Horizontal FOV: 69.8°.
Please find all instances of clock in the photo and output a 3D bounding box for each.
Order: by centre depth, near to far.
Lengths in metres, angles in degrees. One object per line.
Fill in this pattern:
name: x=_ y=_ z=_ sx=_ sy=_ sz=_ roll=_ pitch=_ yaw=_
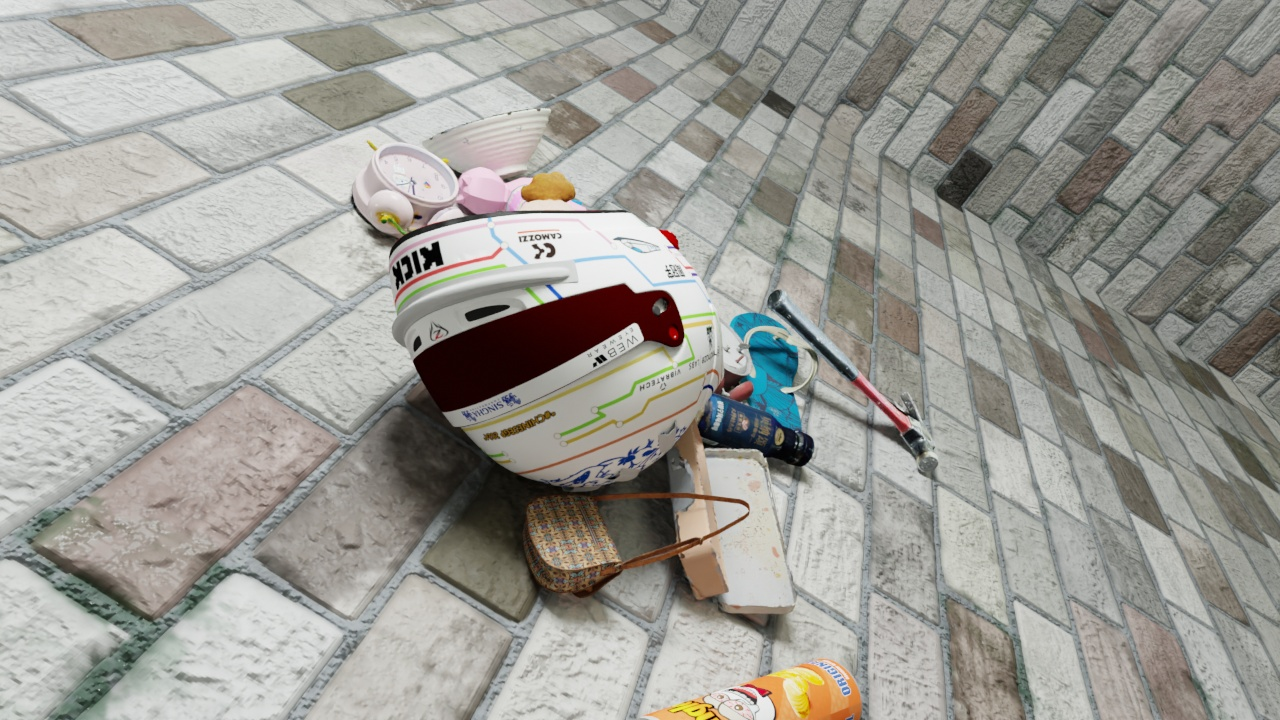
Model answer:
clock: x=-0.263 y=-0.184 z=1.051 sx=0.116 sy=0.059 sz=0.157 roll=11 pitch=43 yaw=-34
clock: x=0.090 y=0.000 z=1.111 sx=0.109 sy=0.062 sz=0.156 roll=21 pitch=37 yaw=-39

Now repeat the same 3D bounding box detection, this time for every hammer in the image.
hammer: x=0.285 y=0.014 z=1.239 sx=0.326 sy=0.036 sz=0.140 roll=41 pitch=24 yaw=-21

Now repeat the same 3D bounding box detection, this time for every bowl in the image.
bowl: x=-0.196 y=-0.279 z=1.230 sx=0.176 sy=0.178 sz=0.071 roll=-31 pitch=107 yaw=-59

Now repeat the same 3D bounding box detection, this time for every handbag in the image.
handbag: x=0.000 y=0.144 z=0.774 sx=0.195 sy=0.043 sz=0.093 roll=-8 pitch=34 yaw=-17

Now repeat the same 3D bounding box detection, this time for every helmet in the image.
helmet: x=-0.059 y=-0.005 z=0.807 sx=0.313 sy=0.232 sz=0.236 roll=-14 pitch=84 yaw=-56

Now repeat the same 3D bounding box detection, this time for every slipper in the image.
slipper: x=0.176 y=-0.002 z=1.220 sx=0.118 sy=0.060 sz=0.294 roll=24 pitch=30 yaw=-10

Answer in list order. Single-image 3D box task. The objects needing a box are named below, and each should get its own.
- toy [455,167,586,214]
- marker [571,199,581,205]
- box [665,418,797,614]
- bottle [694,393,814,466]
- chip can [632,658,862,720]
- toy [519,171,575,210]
toy: x=-0.153 y=-0.196 z=1.171 sx=0.157 sy=0.067 sz=0.123 roll=7 pitch=28 yaw=-32
marker: x=-0.136 y=-0.230 z=1.305 sx=0.122 sy=0.015 sz=0.018 roll=6 pitch=4 yaw=-38
box: x=0.084 y=0.135 z=0.887 sx=0.216 sy=0.094 sz=0.121 roll=-97 pitch=165 yaw=-55
bottle: x=0.123 y=0.081 z=1.040 sx=0.160 sy=0.056 sz=0.056 roll=20 pitch=31 yaw=-23
chip can: x=0.082 y=0.276 z=0.690 sx=0.210 sy=0.062 sz=0.062 roll=2 pitch=41 yaw=-43
toy: x=-0.113 y=-0.144 z=1.086 sx=0.132 sy=0.076 sz=0.175 roll=7 pitch=67 yaw=-6
